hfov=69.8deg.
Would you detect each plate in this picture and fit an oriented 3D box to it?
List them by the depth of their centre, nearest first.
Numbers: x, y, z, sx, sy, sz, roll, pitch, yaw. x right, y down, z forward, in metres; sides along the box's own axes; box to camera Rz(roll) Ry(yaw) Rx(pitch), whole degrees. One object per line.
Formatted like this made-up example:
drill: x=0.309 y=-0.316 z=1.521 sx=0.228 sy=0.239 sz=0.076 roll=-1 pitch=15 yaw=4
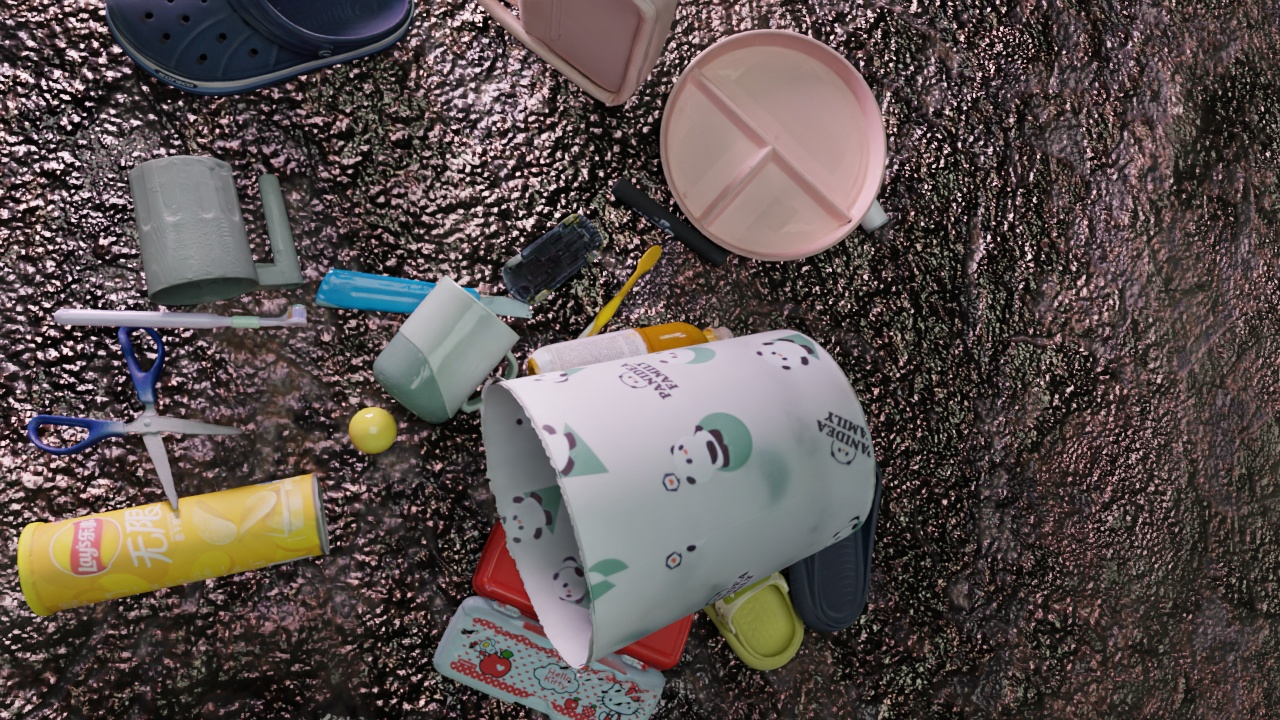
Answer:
plate: x=0.131 y=-0.212 z=0.913 sx=0.229 sy=0.028 sz=0.229 roll=0 pitch=89 yaw=-6

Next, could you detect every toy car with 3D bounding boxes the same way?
toy car: x=-0.083 y=-0.093 z=0.854 sx=0.105 sy=0.031 sz=0.049 roll=-40 pitch=94 yaw=-18

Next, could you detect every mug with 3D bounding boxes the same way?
mug: x=-0.352 y=-0.107 z=0.764 sx=0.123 sy=0.084 sz=0.103 roll=-10 pitch=85 yaw=-43
mug: x=-0.161 y=0.001 z=0.796 sx=0.106 sy=0.082 sz=0.111 roll=-51 pitch=128 yaw=-5

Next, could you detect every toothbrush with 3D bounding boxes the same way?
toothbrush: x=-0.377 y=-0.036 z=0.761 sx=0.189 sy=0.029 sz=0.021 roll=-1 pitch=116 yaw=-21
toothbrush: x=-0.040 y=-0.036 z=0.870 sx=0.016 sy=0.018 sz=0.191 roll=39 pitch=78 yaw=-5
toothbrush: x=0.187 y=-0.231 z=0.948 sx=0.221 sy=0.027 sz=0.026 roll=57 pitch=34 yaw=-3

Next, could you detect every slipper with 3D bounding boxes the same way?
slipper: x=-0.317 y=-0.298 z=0.783 sx=0.252 sy=0.095 sz=0.105 roll=-14 pitch=85 yaw=-20
slipper: x=0.095 y=0.203 z=0.845 sx=0.091 sy=0.082 sz=0.190 roll=-35 pitch=96 yaw=-19
slipper: x=0.189 y=0.118 z=0.861 sx=0.110 sy=0.084 sz=0.268 roll=5 pitch=78 yaw=-38

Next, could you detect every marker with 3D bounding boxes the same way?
marker: x=0.029 y=-0.135 z=0.897 sx=0.132 sy=0.020 sz=0.022 roll=34 pitch=59 yaw=-10

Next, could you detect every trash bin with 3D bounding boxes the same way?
trash bin: x=0.028 y=0.091 z=0.730 sx=0.251 sy=0.230 sz=0.229 roll=-16 pitch=88 yaw=-22

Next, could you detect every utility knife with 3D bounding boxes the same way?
utility knife: x=-0.191 y=-0.055 z=0.827 sx=0.191 sy=0.018 sz=0.034 roll=6 pitch=98 yaw=-16

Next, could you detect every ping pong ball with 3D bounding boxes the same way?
ping pong ball: x=-0.230 y=0.060 z=0.790 sx=0.040 sy=0.040 sz=0.040 roll=2 pitch=83 yaw=-15

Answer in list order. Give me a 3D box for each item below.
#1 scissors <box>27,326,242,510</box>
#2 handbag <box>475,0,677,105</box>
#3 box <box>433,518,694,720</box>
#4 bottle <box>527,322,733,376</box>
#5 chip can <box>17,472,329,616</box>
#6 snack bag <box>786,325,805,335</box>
scissors: x=-0.404 y=0.045 z=0.733 sx=0.162 sy=0.012 sz=0.175 roll=-15 pitch=69 yaw=-7
handbag: x=-0.081 y=-0.344 z=0.812 sx=0.234 sy=0.193 sz=0.093 roll=26 pitch=75 yaw=-1
box: x=-0.063 y=0.241 z=0.812 sx=0.201 sy=0.060 sz=0.160 roll=26 pitch=81 yaw=-10
bottle: x=-0.005 y=0.005 z=0.831 sx=0.189 sy=0.068 sz=0.068 roll=-12 pitch=87 yaw=-17
chip can: x=-0.362 y=0.143 z=0.728 sx=0.213 sy=0.072 sz=0.072 roll=-9 pitch=86 yaw=-16
snack bag: x=0.136 y=0.016 z=0.905 sx=0.045 sy=0.026 sz=0.105 roll=39 pitch=73 yaw=-5
